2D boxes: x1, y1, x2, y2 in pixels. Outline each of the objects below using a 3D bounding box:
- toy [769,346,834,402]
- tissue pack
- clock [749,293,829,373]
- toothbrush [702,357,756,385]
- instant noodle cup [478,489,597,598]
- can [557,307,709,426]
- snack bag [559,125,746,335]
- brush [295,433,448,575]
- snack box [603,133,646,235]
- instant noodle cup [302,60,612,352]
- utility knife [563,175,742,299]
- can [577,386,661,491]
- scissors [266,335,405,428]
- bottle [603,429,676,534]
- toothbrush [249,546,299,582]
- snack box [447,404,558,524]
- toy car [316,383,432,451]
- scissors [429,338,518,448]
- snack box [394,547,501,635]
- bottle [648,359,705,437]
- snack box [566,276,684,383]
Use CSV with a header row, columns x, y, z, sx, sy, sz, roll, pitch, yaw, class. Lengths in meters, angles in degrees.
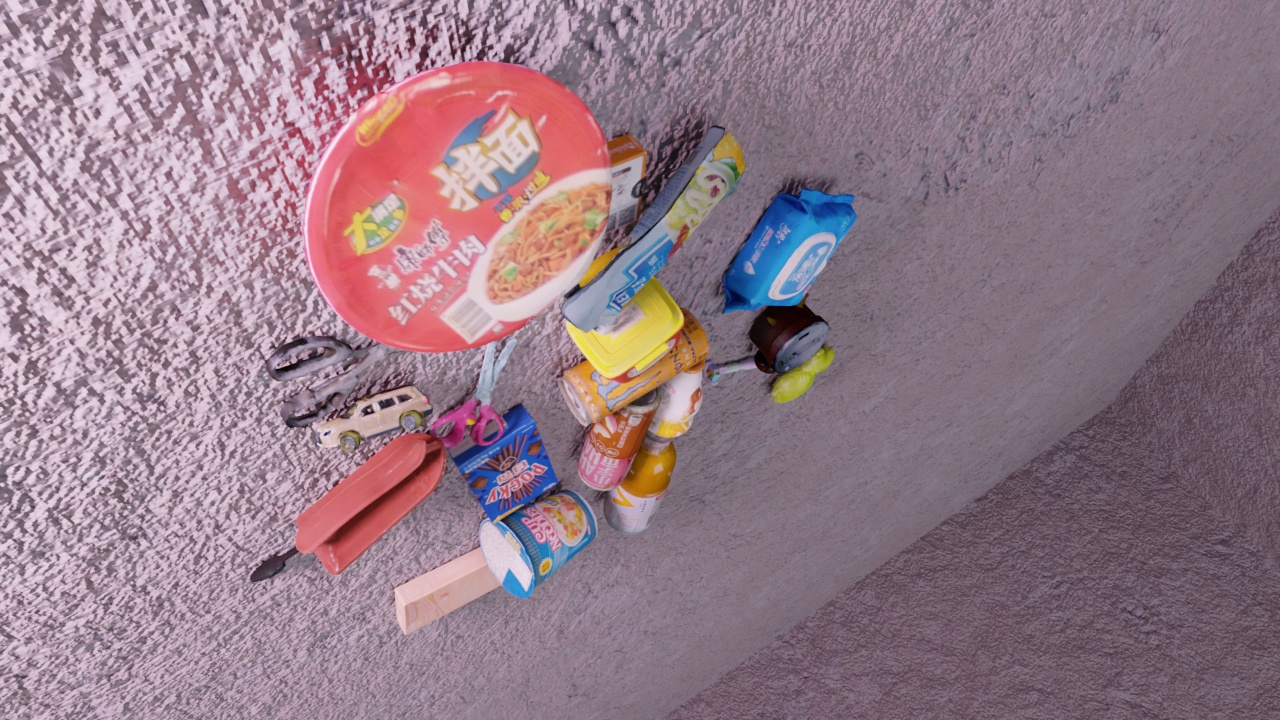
x,y,z,sx,sy,sz,roll,pitch,yaw,class
0.215,0.021,1.222,0.096,0.031,0.100,-3,136,-52,toy
0.148,-0.105,0.921,0.094,0.052,0.157,-8,141,-44,tissue pack
0.171,-0.025,1.071,0.082,0.055,0.122,-32,153,-14,clock
0.143,0.002,1.119,0.188,0.029,0.021,-11,-177,-44,toothbrush
-0.112,0.200,1.046,0.109,0.099,0.099,-27,152,-39,instant noodle cup
-0.005,0.005,0.899,0.145,0.058,0.058,-30,152,-15,can
0.011,-0.097,0.738,0.191,0.039,0.110,-51,176,-1,snack bag
-0.229,0.117,0.795,0.146,0.063,0.069,-40,166,1,brush
-0.067,-0.109,0.681,0.153,0.026,0.075,-26,151,-21,snack box
-0.115,-0.099,0.566,0.193,0.066,0.194,-20,134,-22,instant noodle cup
0.013,-0.106,0.795,0.192,0.015,0.033,-34,155,-8,utility knife
-0.025,0.077,0.987,0.057,0.058,0.148,-18,147,-34,can
-0.203,-0.004,0.695,0.159,0.014,0.170,-46,153,14,scissors
0.002,0.140,1.105,0.067,0.068,0.190,-22,149,-30,bottle
-0.273,0.148,0.845,0.189,0.014,0.018,-34,163,-10,toothbrush
-0.136,0.109,0.936,0.084,0.026,0.157,-32,152,-13,snack box
-0.213,0.046,0.729,0.090,0.035,0.042,-22,-168,-29,toy car
-0.132,0.031,0.821,0.077,0.017,0.138,15,122,-36,scissors
-0.211,0.261,1.080,0.157,0.026,0.085,-22,149,-28,snack box
0.037,0.033,0.988,0.063,0.063,0.109,-20,148,-32,bottle
-0.009,-0.025,0.828,0.091,0.082,0.080,-37,163,-2,snack box
